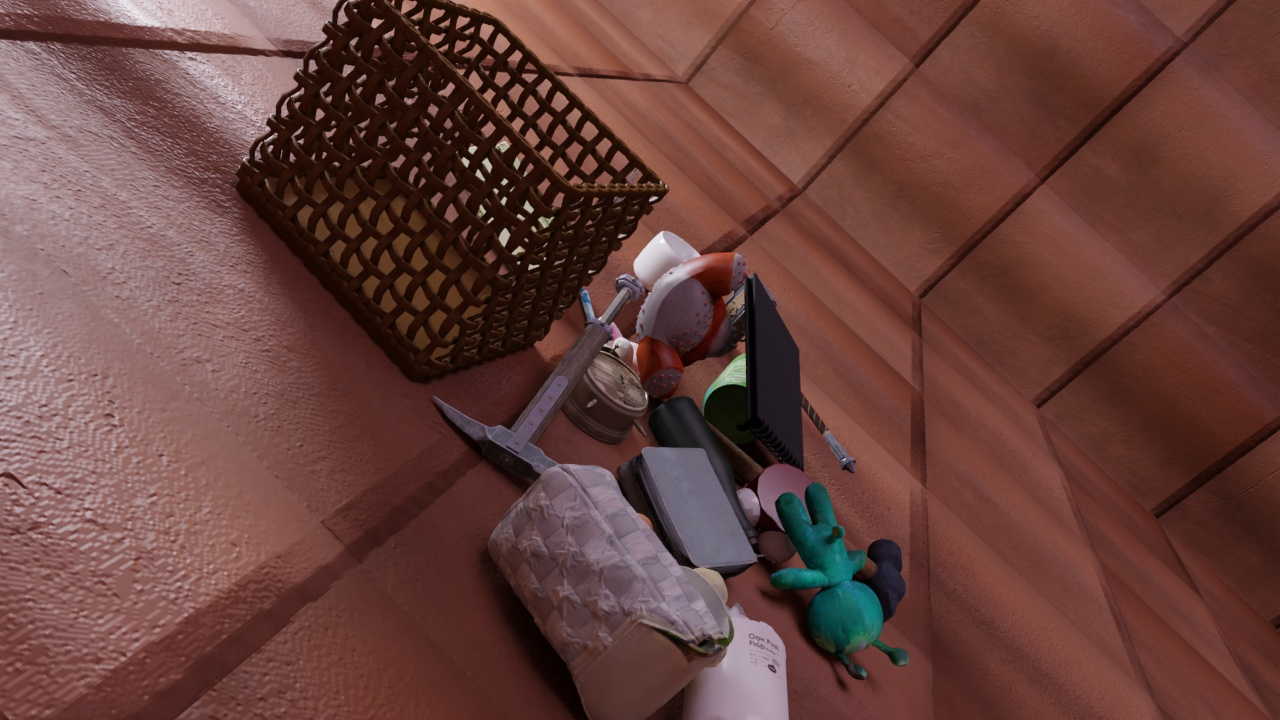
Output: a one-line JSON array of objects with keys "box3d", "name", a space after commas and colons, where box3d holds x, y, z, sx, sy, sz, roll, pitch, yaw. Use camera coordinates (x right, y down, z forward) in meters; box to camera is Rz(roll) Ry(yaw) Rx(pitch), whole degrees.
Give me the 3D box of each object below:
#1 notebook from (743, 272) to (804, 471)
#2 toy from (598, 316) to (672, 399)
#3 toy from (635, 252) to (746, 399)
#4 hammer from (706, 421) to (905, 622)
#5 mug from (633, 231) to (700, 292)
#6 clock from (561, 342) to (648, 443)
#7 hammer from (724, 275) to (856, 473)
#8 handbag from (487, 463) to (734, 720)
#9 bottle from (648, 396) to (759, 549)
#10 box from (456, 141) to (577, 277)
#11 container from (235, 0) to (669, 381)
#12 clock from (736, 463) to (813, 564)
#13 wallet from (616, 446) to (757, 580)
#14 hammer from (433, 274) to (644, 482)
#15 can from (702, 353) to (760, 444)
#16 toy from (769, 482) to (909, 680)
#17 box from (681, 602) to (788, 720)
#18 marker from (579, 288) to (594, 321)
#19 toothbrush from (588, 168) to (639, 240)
[{"box3d": [0.153, 0.026, 1.033, 0.231, 0.019, 0.169, 44, 44, -61], "name": "notebook"}, {"box3d": [-0.006, 0.006, 1.017, 0.125, 0.037, 0.076, 48, 8, -43], "name": "toy"}, {"box3d": [0.051, -0.036, 0.955, 0.093, 0.164, 0.172, 28, 1, 7], "name": "toy"}, {"box3d": [0.171, 0.167, 1.035, 0.322, 0.040, 0.129, 40, 27, -5], "name": "hammer"}, {"box3d": [0.041, -0.135, 1.312, 0.094, 0.068, 0.115, 33, 25, -23], "name": "mug"}, {"box3d": [-0.037, 0.020, 0.926, 0.093, 0.055, 0.140, 28, 29, -29], "name": "clock"}, {"box3d": [0.199, 0.026, 1.242, 0.044, 0.099, 0.321, 16, 34, -47], "name": "hammer"}, {"box3d": [-0.017, 0.155, 0.643, 0.171, 0.113, 0.123, 51, 25, 22], "name": "handbag"}, {"box3d": [0.069, 0.117, 0.927, 0.055, 0.055, 0.174, 14, 37, -49], "name": "bottle"}, {"box3d": [-0.140, -0.179, 1.092, 0.133, 0.061, 0.188, -2, 55, -56], "name": "box"}, {"box3d": [-0.162, -0.158, 0.825, 0.251, 0.215, 0.219, 46, 23, 8], "name": "container"}, {"box3d": [0.141, 0.159, 0.957, 0.087, 0.044, 0.124, 49, 48, 9], "name": "clock"}, {"box3d": [0.043, 0.143, 0.842, 0.100, 0.054, 0.131, 6, 44, -42], "name": "wallet"}, {"box3d": [-0.061, -0.004, 0.859, 0.147, 0.028, 0.315, 31, 37, 0], "name": "hammer"}, {"box3d": [0.129, 0.044, 1.115, 0.083, 0.083, 0.143, 44, 23, 3], "name": "can"}, {"box3d": [0.191, 0.214, 0.896, 0.130, 0.073, 0.193, -10, 73, -35], "name": "toy"}, {"box3d": [0.066, 0.235, 0.687, 0.081, 0.092, 0.159, 33, 32, -13], "name": "box"}, {"box3d": [-0.054, -0.041, 1.060, 0.013, 0.013, 0.141, 28, 26, -31], "name": "marker"}, {"box3d": [-0.052, -0.140, 1.018, 0.010, 0.182, 0.010, 33, 27, -10], "name": "toothbrush"}]
